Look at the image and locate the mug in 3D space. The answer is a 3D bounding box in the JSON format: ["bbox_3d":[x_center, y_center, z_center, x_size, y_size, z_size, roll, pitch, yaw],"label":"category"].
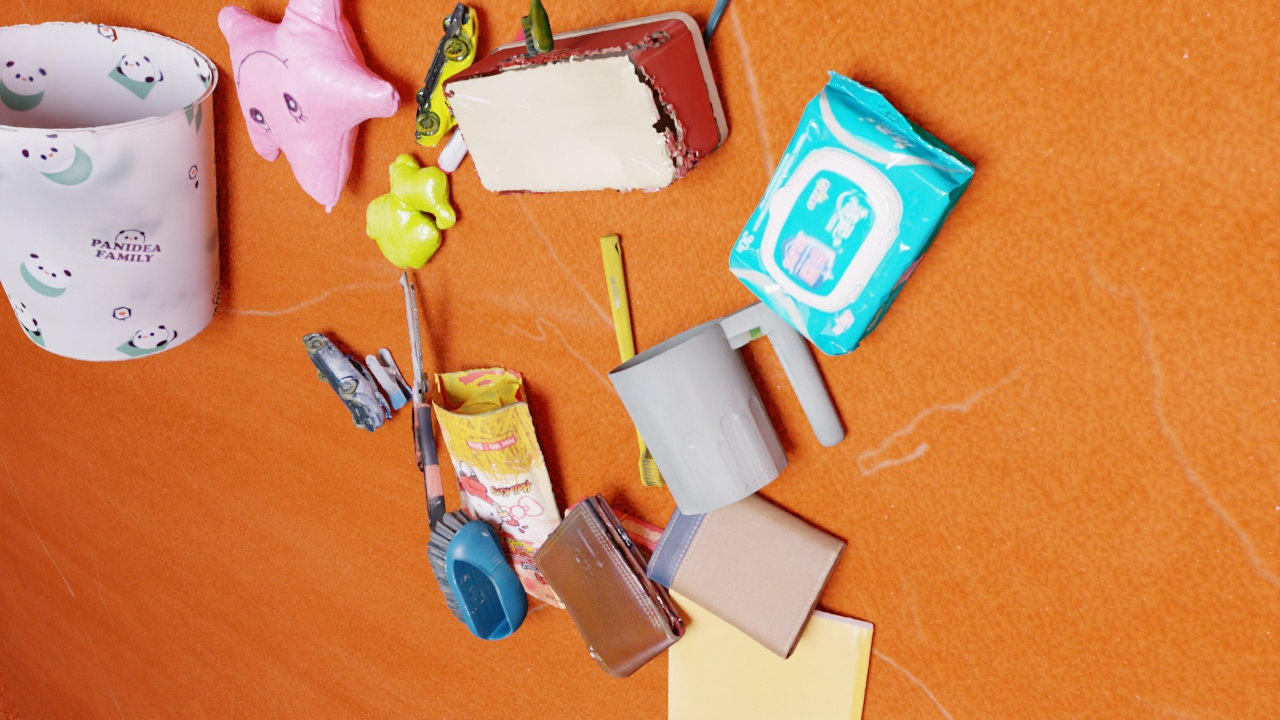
[{"bbox_3d":[0.056,0.027,0.583,0.124,0.083,0.103,-24,95,18],"label":"mug"}]

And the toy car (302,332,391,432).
[{"bbox_3d":[-0.277,0.017,0.863,0.120,0.036,0.054,40,152,29],"label":"toy car"}]

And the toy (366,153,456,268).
[{"bbox_3d":[-0.185,-0.114,0.736,0.097,0.031,0.100,26,124,25],"label":"toy"}]

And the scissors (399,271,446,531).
[{"bbox_3d":[-0.185,0.040,0.774,0.227,0.015,0.188,108,150,-54],"label":"scissors"}]

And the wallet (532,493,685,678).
[{"bbox_3d":[-0.025,0.173,0.691,0.124,0.032,0.101,54,137,17],"label":"wallet"}]

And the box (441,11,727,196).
[{"bbox_3d":[-0.041,-0.146,0.559,0.169,0.078,0.091,7,130,39],"label":"box"}]

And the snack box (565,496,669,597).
[{"bbox_3d":[0.007,0.166,0.712,0.153,0.025,0.075,18,120,33],"label":"snack box"}]

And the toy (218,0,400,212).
[{"bbox_3d":[-0.259,-0.206,0.724,0.195,0.074,0.179,2,111,37],"label":"toy"}]

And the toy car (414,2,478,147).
[{"bbox_3d":[-0.134,-0.200,0.649,0.105,0.032,0.048,-59,29,34],"label":"toy car"}]

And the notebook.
[{"bbox_3d":[0.088,0.259,0.676,0.146,0.010,0.206,9,117,20],"label":"notebook"}]

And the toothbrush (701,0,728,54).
[{"bbox_3d":[0.057,-0.234,0.496,0.018,0.016,0.192,49,133,25],"label":"toothbrush"}]

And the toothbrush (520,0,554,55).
[{"bbox_3d":[-0.073,-0.255,0.480,0.017,0.012,0.186,5,111,55],"label":"toothbrush"}]

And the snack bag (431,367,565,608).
[{"bbox_3d":[-0.116,0.110,0.771,0.129,0.073,0.208,15,126,33],"label":"snack bag"}]

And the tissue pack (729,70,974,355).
[{"bbox_3d":[0.112,-0.078,0.499,0.093,0.050,0.134,40,129,19],"label":"tissue pack"}]

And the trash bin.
[{"bbox_3d":[-0.509,-0.153,0.863,0.229,0.228,0.252,33,133,24],"label":"trash bin"}]

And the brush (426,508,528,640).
[{"bbox_3d":[-0.128,0.186,0.761,0.073,0.055,0.144,24,141,28],"label":"brush"}]

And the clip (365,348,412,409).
[{"bbox_3d":[-0.230,0.016,0.843,0.025,0.035,0.058,-31,93,45],"label":"clip"}]

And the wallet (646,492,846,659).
[{"bbox_3d":[0.070,0.135,0.624,0.115,0.033,0.090,26,88,28],"label":"wallet"}]

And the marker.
[{"bbox_3d":[-0.110,-0.183,0.653,0.017,0.017,0.146,54,133,6],"label":"marker"}]

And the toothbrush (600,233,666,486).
[{"bbox_3d":[-0.004,0.004,0.654,0.017,0.015,0.190,2,111,34],"label":"toothbrush"}]
